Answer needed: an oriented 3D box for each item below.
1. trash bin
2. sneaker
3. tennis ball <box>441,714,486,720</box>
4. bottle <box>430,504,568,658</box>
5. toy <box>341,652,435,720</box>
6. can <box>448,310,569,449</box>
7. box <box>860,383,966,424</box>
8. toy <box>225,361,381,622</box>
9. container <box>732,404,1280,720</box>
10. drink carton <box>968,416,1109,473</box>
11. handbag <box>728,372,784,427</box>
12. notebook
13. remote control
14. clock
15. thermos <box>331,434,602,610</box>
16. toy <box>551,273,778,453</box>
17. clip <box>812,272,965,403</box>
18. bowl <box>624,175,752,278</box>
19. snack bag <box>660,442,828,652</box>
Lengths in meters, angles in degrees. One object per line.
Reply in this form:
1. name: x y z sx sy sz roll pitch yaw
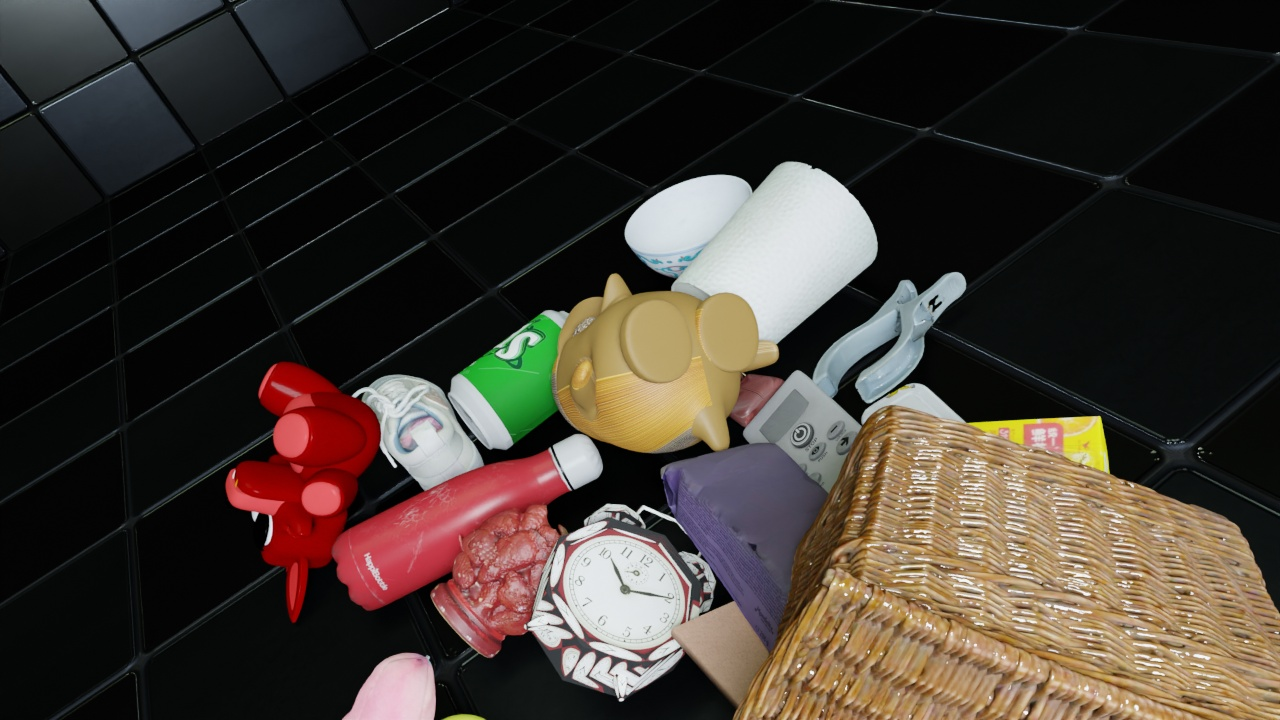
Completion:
1. trash bin: 0.121 -0.087 0.872 0.161 0.133 0.133 -44 39 -16
2. sneaker: -0.239 0.053 0.942 0.089 0.091 0.242 -38 36 -15
3. tennis ball: -0.119 0.270 0.610 0.065 0.065 0.065 -17 36 12
4. bottle: -0.101 0.166 0.720 0.111 0.099 0.099 -44 38 -7
5. toy: -0.186 0.291 0.569 0.192 0.096 0.236 23 86 40
6. can: -0.113 0.019 0.909 0.139 0.088 0.088 -38 37 -17
7. box: 0.233 0.085 0.660 0.064 0.033 0.209 -30 34 -2
8. toy: -0.320 0.116 0.856 0.158 0.120 0.197 37 110 50
9. container: 0.183 0.140 0.445 0.250 0.163 0.182 20 36 3
10. drink carton: 0.237 0.072 0.612 0.135 0.043 0.058 -5 40 29
11. handbag: 0.078 0.025 0.842 0.055 0.029 0.120 -42 33 -18
12. notebook: 0.133 0.200 0.549 0.141 0.008 0.209 -16 30 -26
13. remote control: 0.139 0.071 0.721 0.074 0.019 0.151 -51 35 9
14. clock: -0.010 0.166 0.656 0.115 0.065 0.154 34 41 10
15. thermos: -0.144 0.132 0.796 0.240 0.073 0.073 -27 35 -3
16. toy: -0.005 0.005 0.802 0.198 0.162 0.204 -8 -3 -32
17. clip: 0.202 -0.021 0.812 0.166 0.028 0.128 -44 22 -30
18. bowl: 0.063 -0.132 1.004 0.144 0.074 0.143 -17 36 13
19. snack bag: 0.095 0.119 0.636 0.096 0.058 0.205 -13 29 -18
